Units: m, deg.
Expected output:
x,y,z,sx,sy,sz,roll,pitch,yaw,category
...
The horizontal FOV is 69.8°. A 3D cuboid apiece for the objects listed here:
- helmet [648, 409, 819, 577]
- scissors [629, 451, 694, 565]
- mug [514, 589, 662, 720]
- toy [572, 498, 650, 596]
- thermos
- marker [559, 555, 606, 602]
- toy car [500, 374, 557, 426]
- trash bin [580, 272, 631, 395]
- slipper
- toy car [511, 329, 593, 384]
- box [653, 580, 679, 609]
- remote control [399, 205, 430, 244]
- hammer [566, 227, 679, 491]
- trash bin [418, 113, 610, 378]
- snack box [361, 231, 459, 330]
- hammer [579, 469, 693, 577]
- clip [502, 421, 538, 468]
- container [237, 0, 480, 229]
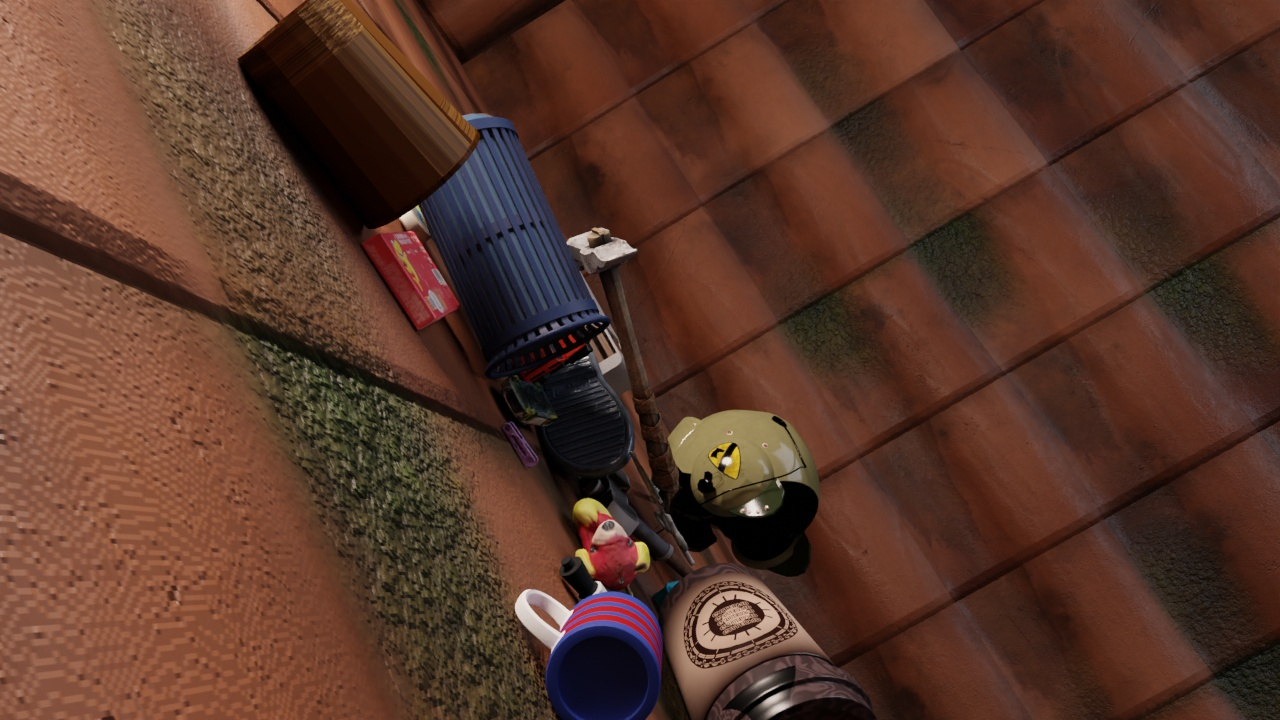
x,y,z,sx,sy,sz,roll,pitch,yaw,category
0.125,0.187,1.298,0.250,0.256,0.232,58,7,-46,helmet
0.025,0.164,1.006,0.090,0.014,0.172,47,-16,32,scissors
-0.038,0.196,0.630,0.112,0.075,0.076,33,3,1,mug
-0.032,0.188,0.894,0.105,0.067,0.137,61,-9,-7,toy
0.115,0.328,0.948,0.173,0.172,0.226,57,-2,-31,thermos
-0.033,0.220,0.807,0.126,0.025,0.025,58,4,-22,marker
-0.121,0.046,0.972,0.048,0.033,0.105,62,8,14,toy car
-0.112,-0.049,1.263,0.228,0.114,0.114,60,3,18,trash bin
-0.069,0.071,1.086,0.263,0.101,0.083,-116,-169,-56,slipper
-0.108,-0.009,1.075,0.051,0.100,0.049,57,-3,8,toy car
0.111,0.382,1.134,0.227,0.083,0.172,61,4,27,box
-0.255,-0.168,1.011,0.038,0.018,0.125,57,2,-38,remote control
-0.006,0.006,1.018,0.121,0.049,0.319,36,-35,62,hammer
-0.146,-0.123,0.959,0.139,0.139,0.249,33,32,-83,trash bin
-0.208,-0.077,0.848,0.089,0.021,0.133,59,3,-8,snack box
0.055,0.252,1.089,0.322,0.043,0.156,45,7,-16,hammer
-0.118,0.081,0.890,0.053,0.013,0.037,58,2,16,clip
-0.241,-0.219,0.783,0.167,0.132,0.132,51,7,-30,container
